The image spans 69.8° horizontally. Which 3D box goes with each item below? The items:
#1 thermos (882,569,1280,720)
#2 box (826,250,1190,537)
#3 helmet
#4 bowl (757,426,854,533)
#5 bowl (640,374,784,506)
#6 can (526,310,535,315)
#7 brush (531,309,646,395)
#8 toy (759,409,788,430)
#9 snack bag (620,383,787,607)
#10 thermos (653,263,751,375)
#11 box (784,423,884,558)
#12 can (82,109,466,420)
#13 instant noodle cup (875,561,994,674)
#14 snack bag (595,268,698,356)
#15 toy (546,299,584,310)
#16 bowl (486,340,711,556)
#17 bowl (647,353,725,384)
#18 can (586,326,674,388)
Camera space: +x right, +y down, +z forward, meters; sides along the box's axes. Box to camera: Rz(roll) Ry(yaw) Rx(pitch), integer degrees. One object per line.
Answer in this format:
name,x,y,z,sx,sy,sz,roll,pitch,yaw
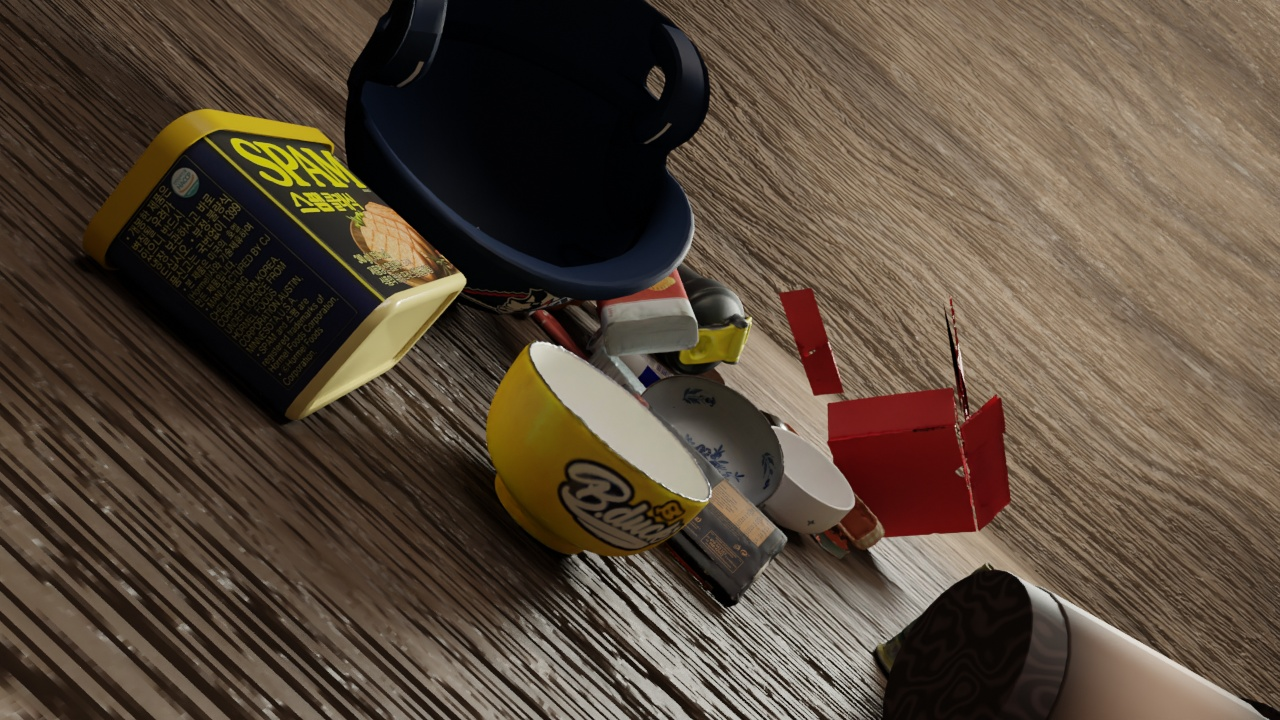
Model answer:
thermos,0.276,0.241,0.549,0.226,0.173,0.172,34,11,-5
box,0.403,0.061,0.980,0.211,0.410,0.107,60,6,-45
helmet,-0.083,-0.130,0.623,0.231,0.224,0.272,4,41,-33
bowl,0.136,0.113,0.830,0.105,0.054,0.104,30,24,-16
bowl,0.040,0.068,0.652,0.114,0.045,0.114,14,47,-15
can,-0.116,-0.085,0.769,0.096,0.054,0.054,41,10,0
brush,-0.039,-0.001,0.767,0.172,0.030,0.041,48,12,35
toy,0.109,0.075,0.929,0.100,0.062,0.076,28,-22,-27
snack bag,0.021,0.080,0.582,0.155,0.018,0.074,44,41,13
thermos,0.021,-0.064,0.922,0.098,0.098,0.221,32,7,-42
box,0.173,0.127,0.947,0.078,0.054,0.187,-3,31,-27
can,-0.149,-0.043,0.406,0.104,0.075,0.135,43,10,-4
instant noodle cup,0.249,0.215,0.686,0.102,0.108,0.102,38,9,-7
snack bag,-0.005,-0.075,0.825,0.225,0.077,0.041,-104,-171,-56
toy,-0.102,-0.085,0.882,0.103,0.071,0.090,14,33,-17
bowl,-0.030,0.052,0.455,0.117,0.068,0.117,40,10,-8
bowl,0.032,0.006,0.972,0.119,0.032,0.119,32,14,-9
can,-0.005,0.005,0.855,0.095,0.032,0.032,38,10,-15
